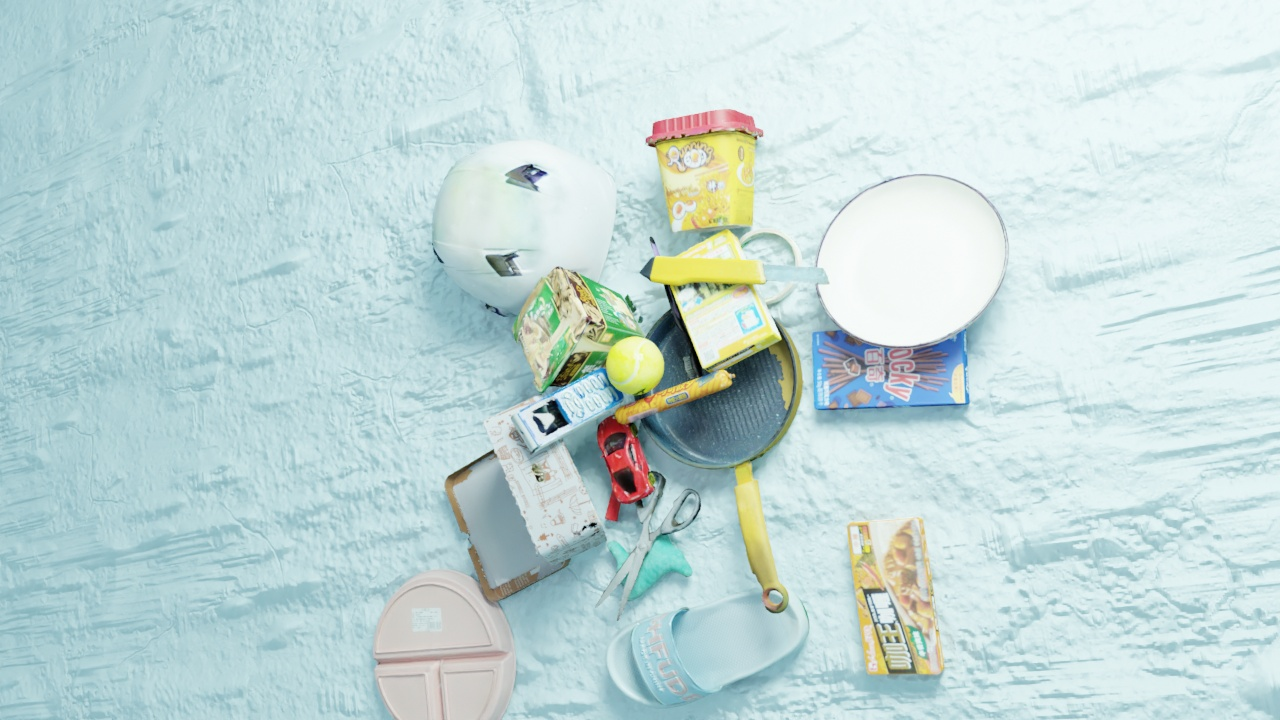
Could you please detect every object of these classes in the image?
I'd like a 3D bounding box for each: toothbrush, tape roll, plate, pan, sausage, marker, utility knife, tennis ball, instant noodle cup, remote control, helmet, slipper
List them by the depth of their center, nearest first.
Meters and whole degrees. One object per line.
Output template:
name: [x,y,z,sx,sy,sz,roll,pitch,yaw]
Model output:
plate: [0.276,-0.097,0.940,0.193,0.039,0.192,-10,67,25]
utility knife: [0.097,-0.092,0.979,0.224,0.015,0.033,7,78,31]
pan: [0.103,0.095,1.004,0.198,0.078,0.357,-25,74,24]
slipper: [0.067,0.316,1.004,0.246,0.074,0.104,-27,74,21]
sausage: [0.034,0.042,1.017,0.166,0.021,0.021,-22,75,31]
tennis ball: [-0.006,0.006,1.026,0.066,0.065,0.065,-3,83,27]
remote control: [-0.080,0.055,1.027,0.049,0.124,0.024,56,154,14]
instant noodle cup: [0.077,-0.209,1.036,0.116,0.115,0.123,-3,95,27]
tape roll: [0.141,-0.107,1.040,0.086,0.014,0.085,-3,83,27]
toothbrush: [0.037,-0.061,1.045,0.017,0.014,0.189,-33,64,33]
marker: [-0.018,0.121,1.099,0.017,0.017,0.145,15,92,28]
helmet: [-0.166,-0.170,1.133,0.259,0.145,0.229,17,93,28]
plate: [-0.263,0.389,1.195,0.230,0.028,0.229,-3,83,28]

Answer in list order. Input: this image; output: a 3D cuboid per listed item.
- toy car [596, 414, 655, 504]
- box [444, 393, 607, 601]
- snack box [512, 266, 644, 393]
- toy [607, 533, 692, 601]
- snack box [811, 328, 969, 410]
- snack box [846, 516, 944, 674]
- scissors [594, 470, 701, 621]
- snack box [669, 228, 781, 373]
toy car: [-0.021,0.114,1.075,0.049,0.031,0.106,-25,73,21]
box: [-0.137,0.169,1.116,0.270,0.135,0.179,-46,63,49]
snack box: [-0.068,-0.031,1.075,0.118,0.105,0.118,-54,44,29]
toy: [0.004,0.237,1.069,0.092,0.030,0.096,-45,64,13]
snack box: [0.259,0.007,0.960,0.157,0.026,0.084,-4,82,27]
snack box: [0.260,0.240,0.936,0.075,0.026,0.153,-10,80,27]
scissors: [0.008,0.209,1.050,0.164,0.014,0.163,-22,57,20]
snack box: [0.087,-0.065,1.007,0.087,0.033,0.140,-28,67,18]
